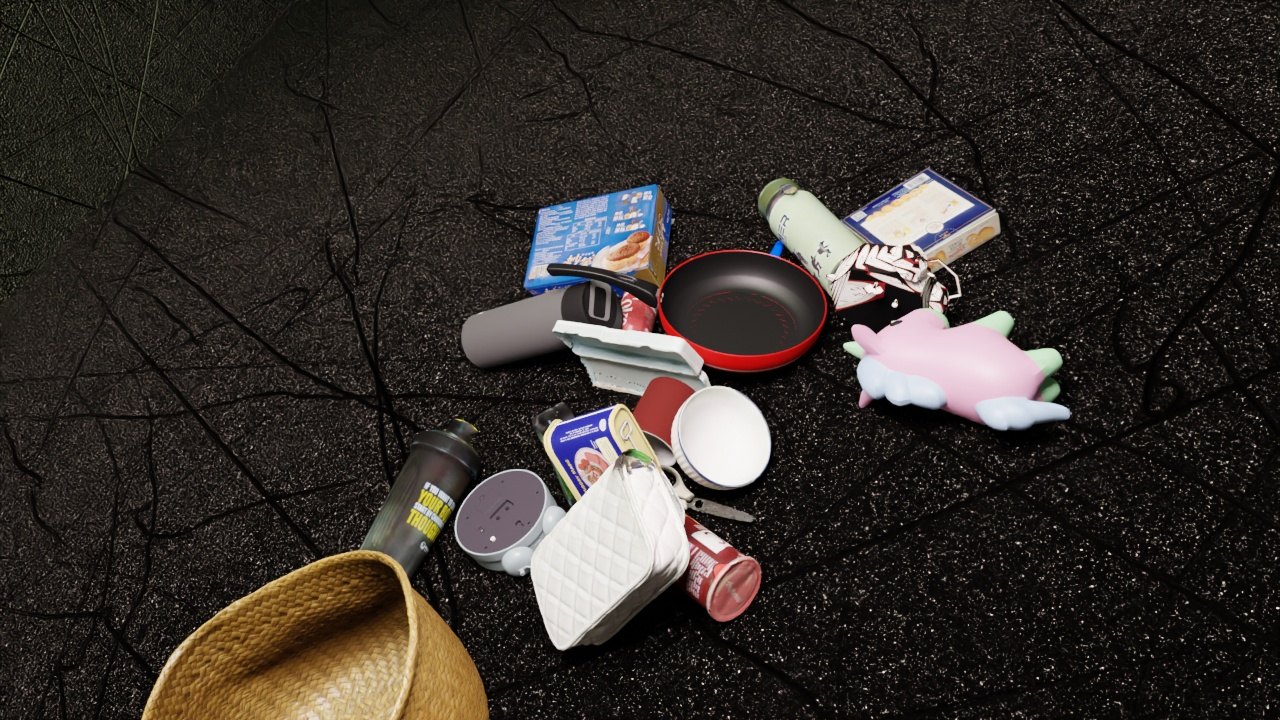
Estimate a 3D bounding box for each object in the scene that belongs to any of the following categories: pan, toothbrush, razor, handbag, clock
[{"bbox_3d":[0.055,-0.075,1.168,0.356,0.067,0.208,8,44,9],"label":"pan"},{"bbox_3d":[0.164,-0.105,1.253,0.016,0.018,0.182,4,50,32],"label":"toothbrush"},{"bbox_3d":[-0.096,0.117,1.139,0.054,0.067,0.151,-29,48,8],"label":"razor"},{"bbox_3d":[-0.033,0.200,0.947,0.195,0.072,0.138,-48,48,33],"label":"handbag"},{"bbox_3d":[-0.152,0.197,1.102,0.159,0.045,0.122,25,63,42],"label":"clock"},{"bbox_3d":[0.296,-0.079,1.071,0.155,0.114,0.064,-9,41,47],"label":"clock"}]

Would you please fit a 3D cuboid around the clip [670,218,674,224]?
[{"bbox_3d":[-0.004,-0.221,1.453,0.102,0.050,0.058,6,38,35],"label":"clip"}]

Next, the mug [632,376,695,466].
[{"bbox_3d":[0.041,0.080,1.102,0.106,0.073,0.082,23,58,10],"label":"mug"}]

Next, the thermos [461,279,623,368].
[{"bbox_3d":[-0.139,-0.049,1.277,0.241,0.082,0.082,-12,41,38],"label":"thermos"}]

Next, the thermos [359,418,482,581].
[{"bbox_3d":[-0.279,0.182,1.162,0.098,0.098,0.220,5,57,33],"label":"thermos"}]

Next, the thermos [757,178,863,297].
[{"bbox_3d":[0.231,-0.173,1.235,0.082,0.082,0.231,-28,40,1],"label":"thermos"}]

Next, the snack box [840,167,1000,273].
[{"bbox_3d":[0.361,-0.175,1.194,0.144,0.043,0.145,-31,40,-2],"label":"snack box"}]

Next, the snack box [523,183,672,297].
[{"bbox_3d":[-0.062,-0.170,1.389,0.203,0.069,0.154,-8,56,23],"label":"snack box"}]

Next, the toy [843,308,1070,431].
[{"bbox_3d":[0.331,0.016,0.972,0.171,0.120,0.222,-23,39,-9],"label":"toy"}]

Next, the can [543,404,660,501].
[{"bbox_3d":[-0.041,0.112,1.058,0.092,0.116,0.056,-18,22,28],"label":"can"}]

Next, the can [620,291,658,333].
[{"bbox_3d":[-0.007,-0.057,1.274,0.054,0.054,0.096,-6,45,24],"label":"can"}]

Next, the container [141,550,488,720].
[{"bbox_3d":[-0.305,0.368,0.899,0.307,0.197,0.306,-16,40,14],"label":"container"}]

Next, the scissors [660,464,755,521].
[{"bbox_3d":[0.051,0.170,1.039,0.121,0.012,0.171,-39,43,-6],"label":"scissors"}]

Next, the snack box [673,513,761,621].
[{"bbox_3d":[0.058,0.208,0.951,0.072,0.072,0.121,-43,41,-17],"label":"snack box"}]

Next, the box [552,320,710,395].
[{"bbox_3d":[-0.005,0.003,1.148,0.197,0.134,0.040,10,64,37],"label":"box"}]

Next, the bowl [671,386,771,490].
[{"bbox_3d":[0.083,0.094,1.043,0.117,0.118,0.062,-59,10,-31],"label":"bowl"}]
